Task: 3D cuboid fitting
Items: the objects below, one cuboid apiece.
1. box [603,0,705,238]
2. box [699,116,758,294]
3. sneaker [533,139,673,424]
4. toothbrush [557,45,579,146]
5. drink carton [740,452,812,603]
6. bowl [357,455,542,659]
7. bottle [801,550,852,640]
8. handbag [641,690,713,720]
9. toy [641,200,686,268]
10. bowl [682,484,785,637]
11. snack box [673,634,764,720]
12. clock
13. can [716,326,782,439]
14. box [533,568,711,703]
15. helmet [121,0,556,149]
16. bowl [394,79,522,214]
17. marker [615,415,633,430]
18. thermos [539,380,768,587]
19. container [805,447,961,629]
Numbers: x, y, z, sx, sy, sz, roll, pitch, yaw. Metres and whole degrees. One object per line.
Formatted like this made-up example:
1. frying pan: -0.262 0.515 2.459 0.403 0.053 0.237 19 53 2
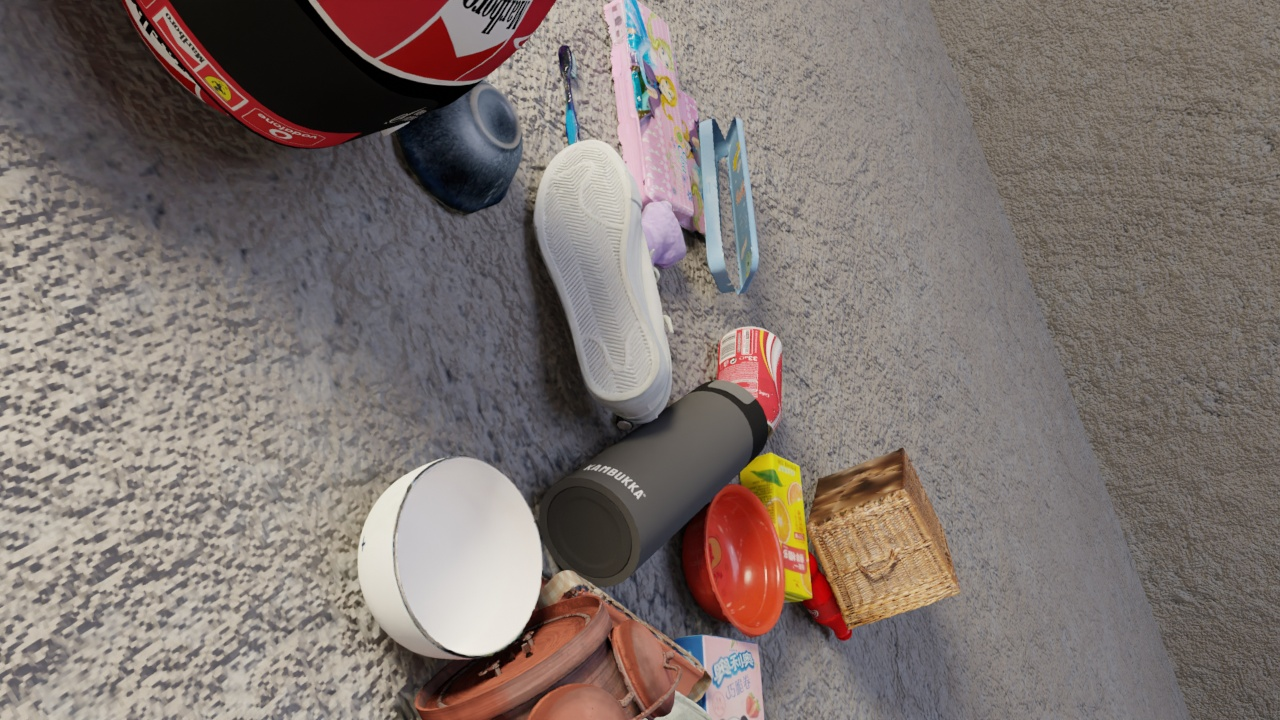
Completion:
1. box: 0.032 -0.245 0.952 0.159 0.035 0.230 14 65 -52
2. box: 0.101 -0.167 0.969 0.068 0.059 0.209 56 29 -54
3. sneaker: -0.026 -0.061 0.741 0.091 0.089 0.242 62 14 -66
4. toothbrush: -0.057 -0.199 0.815 0.017 0.016 0.188 26 53 -60
5. drink carton: 0.130 0.164 0.892 0.058 0.043 0.134 27 53 -45
6. bowl: -0.116 0.116 0.531 0.113 0.063 0.113 29 52 -46
7. bottle: 0.184 0.244 0.938 0.119 0.036 0.036 55 36 -25
8. handbag: 0.003 0.317 0.602 0.139 0.073 0.194 46 40 -34
9. toy: 0.009 -0.099 0.843 0.099 0.037 0.080 -40 121 -47
10. bowl: 0.075 0.176 0.801 0.130 0.045 0.130 30 51 -46
11. snack box: 0.066 0.303 0.738 0.088 0.033 0.154 27 53 -47
12. clock: -0.047 0.190 0.513 0.120 0.158 0.072 -29 93 -57
13. can: 0.107 0.024 0.904 0.064 0.064 0.104 39 45 -40
14. box: -0.021 0.204 0.665 0.056 0.064 0.188 -51 127 -11
15. helmet: -0.160 -0.218 0.476 0.198 0.225 0.270 61 22 -21
16. bowl: -0.122 -0.166 0.667 0.110 0.055 0.110 30 50 -45
17. marker: -0.005 0.005 0.793 0.021 0.018 0.123 20 54 -11
18. thermos: 0.022 0.087 0.731 0.239 0.082 0.082 -29 99 -57
19. container: 0.248 0.178 0.953 0.112 0.114 0.198 66 15 -2
